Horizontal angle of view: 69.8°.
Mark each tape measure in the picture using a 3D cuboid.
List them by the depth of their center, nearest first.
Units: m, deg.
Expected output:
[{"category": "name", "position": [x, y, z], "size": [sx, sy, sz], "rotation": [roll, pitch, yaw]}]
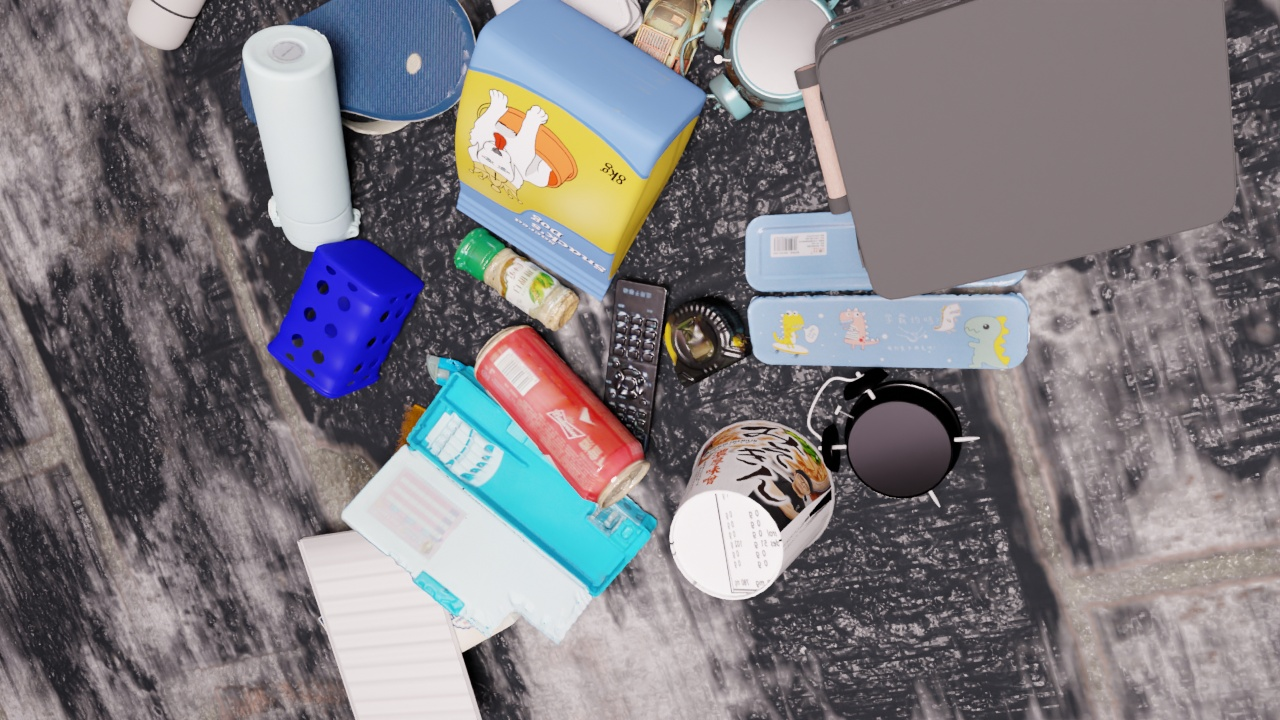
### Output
[{"category": "tape measure", "position": [0.052, -0.019, 0.744], "size": [0.067, 0.038, 0.062], "rotation": [-28, 87, 36]}]

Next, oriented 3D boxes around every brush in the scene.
[{"category": "brush", "position": [-0.220, 0.108, 0.893], "size": [0.048, 0.017, 0.126], "rotation": [25, 110, 14]}]

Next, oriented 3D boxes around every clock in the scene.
[{"category": "clock", "position": [0.090, -0.227, 0.673], "size": [0.124, 0.053, 0.090], "rotation": [-9, 102, 10]}, {"category": "clock", "position": [0.190, 0.058, 0.712], "size": [0.121, 0.042, 0.091], "rotation": [28, 111, 13]}]

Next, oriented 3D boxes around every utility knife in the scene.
[{"category": "utility knife", "position": [-0.123, 0.028, 0.840], "size": [0.175, 0.015, 0.031], "rotation": [14, 112, 16]}]

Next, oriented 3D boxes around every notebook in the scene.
[{"category": "notebook", "position": [-0.241, 0.261, 0.879], "size": [0.143, 0.009, 0.210], "rotation": [-12, 98, 22]}]

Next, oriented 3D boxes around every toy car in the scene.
[{"category": "toy car", "position": [0.012, -0.235, 0.707], "size": [0.047, 0.047, 0.112], "rotation": [28, 112, 11]}]

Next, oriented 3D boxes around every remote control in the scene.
[{"category": "remote control", "position": [-0.005, 0.005, 0.786], "size": [0.047, 0.022, 0.150], "rotation": [13, 109, 17]}]

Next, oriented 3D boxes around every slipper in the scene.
[{"category": "slipper", "position": [-0.240, -0.256, 0.795], "size": [0.295, 0.060, 0.118], "rotation": [2, 98, 34]}]

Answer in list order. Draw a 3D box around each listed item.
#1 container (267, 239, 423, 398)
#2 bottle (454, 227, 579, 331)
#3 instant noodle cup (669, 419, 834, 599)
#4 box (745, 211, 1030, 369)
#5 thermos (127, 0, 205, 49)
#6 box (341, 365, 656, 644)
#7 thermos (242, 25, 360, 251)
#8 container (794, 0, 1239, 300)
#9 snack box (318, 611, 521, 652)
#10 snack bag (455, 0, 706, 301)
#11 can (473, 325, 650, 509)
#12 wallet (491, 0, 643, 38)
[{"category": "container", "position": [-0.268, -0.041, 0.839], "size": [0.084, 0.085, 0.114], "rotation": [36, 111, 8]}, {"category": "bottle", "position": [-0.107, -0.070, 0.795], "size": [0.111, 0.043, 0.043], "rotation": [35, 112, 9]}, {"category": "instant noodle cup", "position": [0.082, 0.123, 0.725], "size": [0.124, 0.121, 0.124], "rotation": [5, 104, 20]}, {"category": "box", "position": [0.182, -0.052, 0.695], "size": [0.209, 0.034, 0.127], "rotation": [1, 102, 22]}, {"category": "thermos", "position": [-0.394, -0.381, 0.823], "size": [0.052, 0.052, 0.225], "rotation": [44, 113, 6]}, {"category": "box", "position": [-0.124, 0.140, 0.827], "size": [0.227, 0.071, 0.182], "rotation": [39, 90, 2]}, {"category": "thermos", "position": [-0.283, -0.176, 0.774], "size": [0.078, 0.065, 0.207], "rotation": [0, 146, -12]}, {"category": "container", "position": [0.227, -0.156, 0.573], "size": [0.242, 0.130, 0.163], "rotation": [-13, 114, 17]}, {"category": "snack box", "position": [-0.210, 0.242, 0.900], "size": [0.208, 0.057, 0.104], "rotation": [-34, 89, 24]}, {"category": "snack bag", "position": [-0.063, -0.152, 0.721], "size": [0.159, 0.102, 0.206], "rotation": [33, 138, 3]}, {"category": "can", "position": [-0.068, 0.046, 0.779], "size": [0.170, 0.067, 0.067], "rotation": [45, 114, 17]}, {"category": "wallet", "position": [-0.055, -0.271, 0.730], "size": [0.119, 0.037, 0.115], "rotation": [-18, 96, 27]}]
